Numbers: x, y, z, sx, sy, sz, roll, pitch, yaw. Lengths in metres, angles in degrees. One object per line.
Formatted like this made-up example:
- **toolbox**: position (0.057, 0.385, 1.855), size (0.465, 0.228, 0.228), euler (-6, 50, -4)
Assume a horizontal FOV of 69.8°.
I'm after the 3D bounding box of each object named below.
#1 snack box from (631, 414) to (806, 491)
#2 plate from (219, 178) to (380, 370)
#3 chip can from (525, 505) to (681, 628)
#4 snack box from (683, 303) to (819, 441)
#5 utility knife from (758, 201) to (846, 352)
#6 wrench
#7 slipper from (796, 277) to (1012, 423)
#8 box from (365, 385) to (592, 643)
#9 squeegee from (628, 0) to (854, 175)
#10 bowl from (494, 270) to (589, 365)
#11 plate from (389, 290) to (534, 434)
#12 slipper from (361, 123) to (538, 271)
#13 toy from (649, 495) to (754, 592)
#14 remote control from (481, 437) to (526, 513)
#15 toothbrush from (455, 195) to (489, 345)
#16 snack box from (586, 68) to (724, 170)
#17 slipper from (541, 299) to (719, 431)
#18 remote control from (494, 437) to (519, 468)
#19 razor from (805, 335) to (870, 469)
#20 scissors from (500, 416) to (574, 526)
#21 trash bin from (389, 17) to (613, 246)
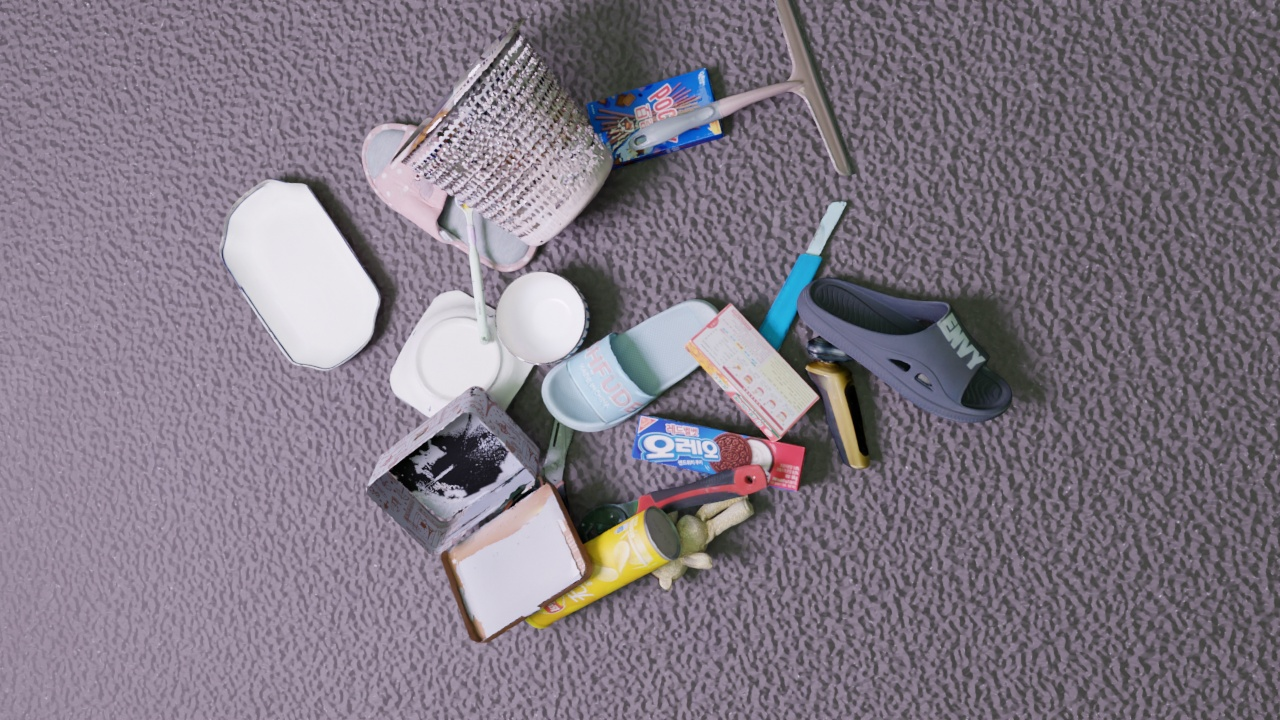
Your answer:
- **snack box**: position (0.094, 0.113, 1.120), size (0.207, 0.057, 0.058), euler (11, 88, 10)
- **plate**: position (-0.448, -0.114, 1.225), size (0.162, 0.034, 0.265), euler (-37, 85, 9)
- **chip can**: position (-0.054, 0.254, 1.115), size (0.214, 0.072, 0.072), euler (-32, 85, 24)
- **snack box**: position (0.132, 0.014, 1.088), size (0.076, 0.027, 0.156), euler (-42, 88, -24)
- **utility knife**: position (0.194, -0.097, 1.117), size (0.034, 0.018, 0.216), euler (28, 97, 10)
- **wrench**: position (0.031, 0.177, 1.114), size (0.274, 0.016, 0.056), euler (-25, 88, 27)
- **slipper**: position (0.306, -0.027, 1.045), size (0.268, 0.110, 0.084), euler (33, 137, 13)
- **box**: position (-0.191, 0.184, 1.108), size (0.179, 0.125, 0.274), euler (-36, 86, 13)
- **squeegee**: position (0.103, -0.301, 1.097), size (0.249, 0.040, 0.247), euler (-20, 89, -1)
- **bowl**: position (-0.117, -0.052, 1.150), size (0.116, 0.066, 0.116), euler (0, 90, 11)
- **plate**: position (-0.230, 0.003, 1.173), size (0.164, 0.034, 0.163), euler (29, 84, 8)
- **slipper**: position (-0.249, -0.210, 1.177), size (0.274, 0.054, 0.114), euler (37, 97, 6)
- **toy**: position (0.071, 0.214, 1.129), size (0.157, 0.066, 0.105), euler (-41, 52, 4)
- **remote control**: position (-0.201, 0.131, 1.167), size (0.056, 0.019, 0.135), euler (-30, 108, 11)
- **toothbrush**: position (-0.206, -0.113, 1.146), size (0.029, 0.020, 0.189), euler (-7, 93, -9)
- **snack box**: position (0.018, -0.299, 1.142), size (0.157, 0.026, 0.084), euler (-14, 88, 10)
- **slipper**: position (-0.007, 0.007, 1.127), size (0.245, 0.074, 0.104), euler (-30, 86, 6)
- **remote control**: position (-0.201, 0.089, 1.189), size (0.053, 0.024, 0.136), euler (-35, 85, 9)
- **razor**: position (0.243, 0.049, 1.096), size (0.068, 0.062, 0.167), euler (-13, 94, 39)
- **scissors**: position (-0.127, 0.149, 1.167), size (0.196, 0.015, 0.205), euler (-27, 97, -12)
- **trash bin**: position (-0.147, -0.249, 1.077), size (0.192, 0.227, 0.227), euler (41, 98, -21)
